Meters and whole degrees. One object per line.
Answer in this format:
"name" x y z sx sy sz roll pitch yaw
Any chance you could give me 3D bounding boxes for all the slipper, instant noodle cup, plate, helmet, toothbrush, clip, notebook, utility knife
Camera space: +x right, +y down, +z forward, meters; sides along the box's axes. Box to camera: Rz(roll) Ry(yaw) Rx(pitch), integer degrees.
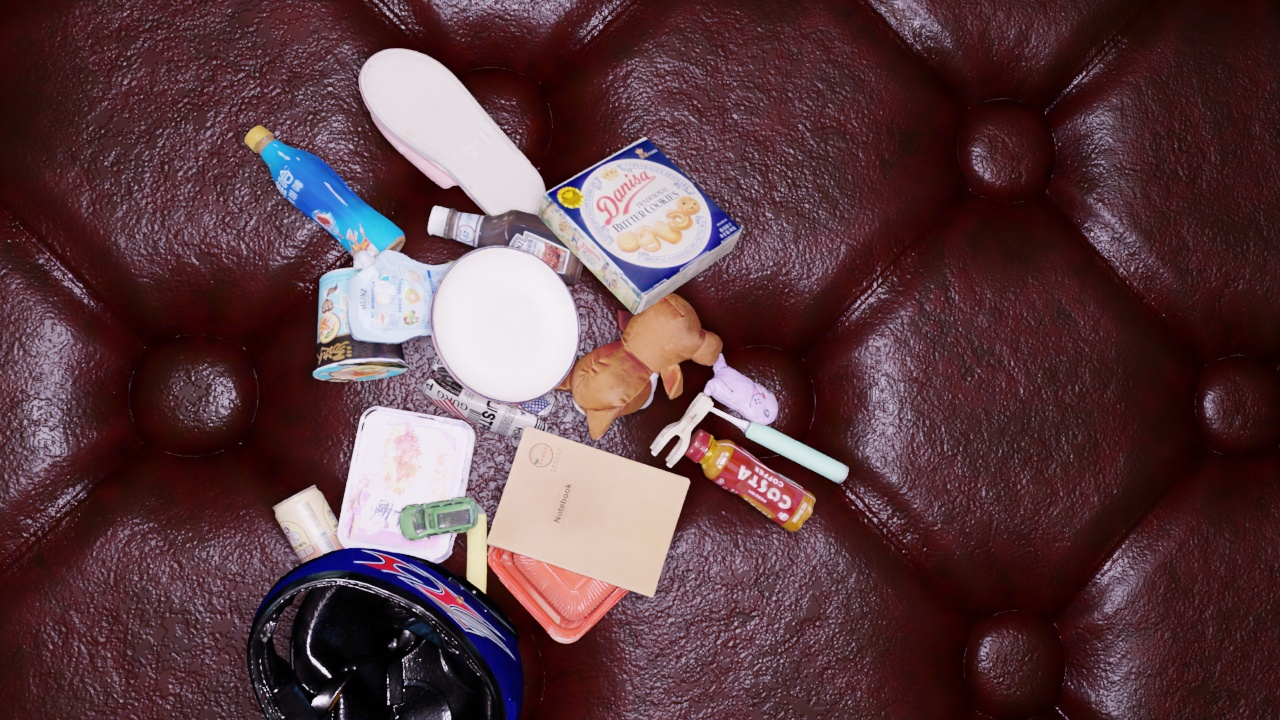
"slipper" -0.230 -0.274 1.144 0.274 0.054 0.114 41 85 -16
"instant noodle cup" -0.340 -0.044 1.097 0.111 0.111 0.120 -7 80 -9
"plate" -0.165 -0.041 1.101 0.192 0.039 0.192 6 78 -31
"helmet" -0.275 0.327 1.005 0.247 0.240 0.315 -40 104 -7
"toothbrush" 0.170 0.102 1.196 0.224 0.027 0.026 26 112 -6
"instant noodle cup" -0.080 0.239 1.126 0.188 0.079 0.164 -44 89 -3
"instant noodle cup" -0.280 0.149 1.112 0.138 0.060 0.173 11 87 -8
"clip" 0.054 0.090 1.152 0.034 0.081 0.105 39 110 -5
"notebook" -0.061 0.179 1.086 0.207 0.008 0.147 18 85 -1
"utility knife" -0.205 0.274 1.134 0.031 0.021 0.198 -1 81 23

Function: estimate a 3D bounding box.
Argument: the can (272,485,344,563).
"can" -0.385 0.212 1.093 0.058 0.058 0.116 -29 91 -9

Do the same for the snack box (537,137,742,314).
"snack box" 0.000 -0.169 1.123 0.177 0.046 0.182 -36 76 -31

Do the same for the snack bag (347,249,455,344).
"snack bag" -0.256 -0.072 1.089 0.190 0.039 0.110 3 89 -41

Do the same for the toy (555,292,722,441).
"toy" -0.007 0.007 1.140 0.199 0.140 0.130 -39 134 -7

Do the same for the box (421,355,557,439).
"box" -0.182 0.036 1.136 0.163 0.076 0.087 23 64 -3

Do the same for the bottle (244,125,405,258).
"bottle" -0.386 -0.201 1.114 0.218 0.065 0.065 43 82 -3

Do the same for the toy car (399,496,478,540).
"toy car" -0.236 0.184 1.069 0.091 0.036 0.043 -9 90 -5

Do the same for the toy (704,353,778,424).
"toy" 0.132 0.042 1.182 0.108 0.039 0.083 30 42 -10

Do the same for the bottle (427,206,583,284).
"bottle" -0.164 -0.150 1.139 0.195 0.080 0.043 14 41 -7

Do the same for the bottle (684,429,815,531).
"bottle" 0.138 0.150 1.172 0.175 0.057 0.057 33 83 -5
